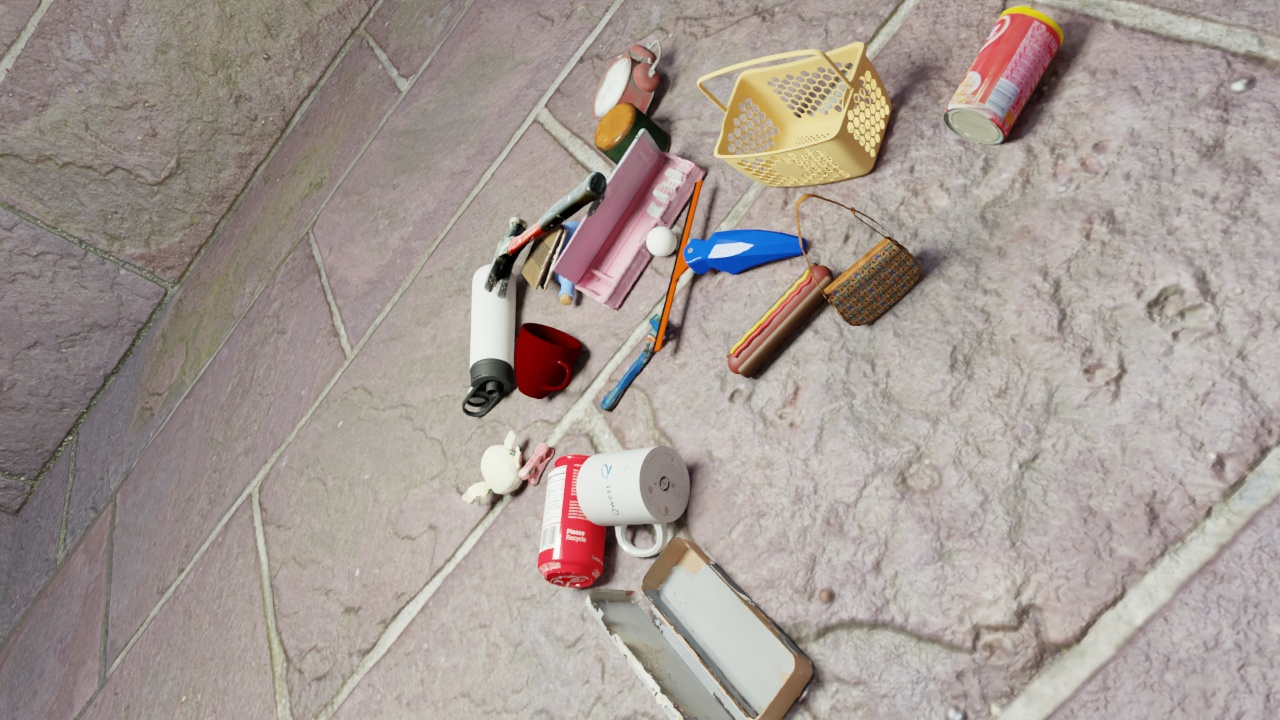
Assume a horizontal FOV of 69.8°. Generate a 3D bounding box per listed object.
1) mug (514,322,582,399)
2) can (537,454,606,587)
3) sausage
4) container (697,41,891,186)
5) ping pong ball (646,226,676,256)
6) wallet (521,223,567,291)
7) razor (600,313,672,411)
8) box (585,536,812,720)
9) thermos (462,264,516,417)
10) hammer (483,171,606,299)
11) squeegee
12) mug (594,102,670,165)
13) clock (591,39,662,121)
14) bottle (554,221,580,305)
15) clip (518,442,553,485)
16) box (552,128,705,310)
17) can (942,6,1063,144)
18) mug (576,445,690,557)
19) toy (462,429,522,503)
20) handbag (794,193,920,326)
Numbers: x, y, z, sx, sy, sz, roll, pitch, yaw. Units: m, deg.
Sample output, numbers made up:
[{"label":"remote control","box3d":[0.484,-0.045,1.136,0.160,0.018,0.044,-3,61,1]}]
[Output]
[{"label":"mug","box3d":[-0.128,0.011,1.251,0.114,0.087,0.088,37,111,46]},{"label":"can","box3d":[-0.077,0.188,1.073,0.075,0.074,0.142,-23,50,36]},{"label":"sausage","box3d":[0.154,-0.044,1.011,0.156,0.040,0.040,-47,39,12]},{"label":"container","box3d":[0.171,-0.287,1.055,0.184,0.167,0.129,5,68,48]},{"label":"ping pong ball","box3d":[0.028,-0.158,1.223,0.040,0.040,0.040,-27,48,33]},{"label":"wallet","box3d":[-0.142,-0.160,1.355,0.099,0.027,0.121,-66,21,11]},{"label":"razor","box3d":[-0.007,0.007,1.167,0.141,0.018,0.044,-55,39,9]},{"label":"box","box3d":[0.047,0.258,0.877,0.115,0.095,0.217,-53,39,1]},{"label":"thermos","box3d":[-0.234,-0.034,1.405,0.102,0.068,0.229,-42,40,39]},{"label":"hammer","box3d":[-0.137,-0.185,1.295,0.327,0.036,0.140,-21,47,58]},{"label":"squeegee","box3d":[0.111,-0.131,1.106,0.185,0.055,0.249,-1,64,35]},{"label":"mug","box3d":[-0.015,-0.335,1.356,0.085,0.081,0.110,-32,45,29]},{"label":"clock","box3d":[-0.010,-0.425,1.422,0.157,0.062,0.109,-43,39,39]},{"label":"bottle","box3d":[-0.102,-0.139,1.343,0.048,0.048,0.131,-21,51,37]},{"label":"clip","box3d":[-0.141,0.135,1.211,0.023,0.044,0.060,19,93,48]},{"label":"box","box3d":[-0.028,-0.197,1.257,0.232,0.107,0.099,-56,39,2]},{"label":"can","box3d":[0.366,-0.286,0.926,0.067,0.066,0.124,28,87,52]},{"label":"mug","box3d":[-0.006,0.159,1.023,0.097,0.083,0.119,-12,84,42]},{"label":"toy","box3d":[-0.192,0.150,1.242,0.112,0.050,0.087,-58,38,4]},{"label":"handbag","box3d":[0.194,-0.107,0.885,0.094,0.195,0.043,-42,47,15]}]
